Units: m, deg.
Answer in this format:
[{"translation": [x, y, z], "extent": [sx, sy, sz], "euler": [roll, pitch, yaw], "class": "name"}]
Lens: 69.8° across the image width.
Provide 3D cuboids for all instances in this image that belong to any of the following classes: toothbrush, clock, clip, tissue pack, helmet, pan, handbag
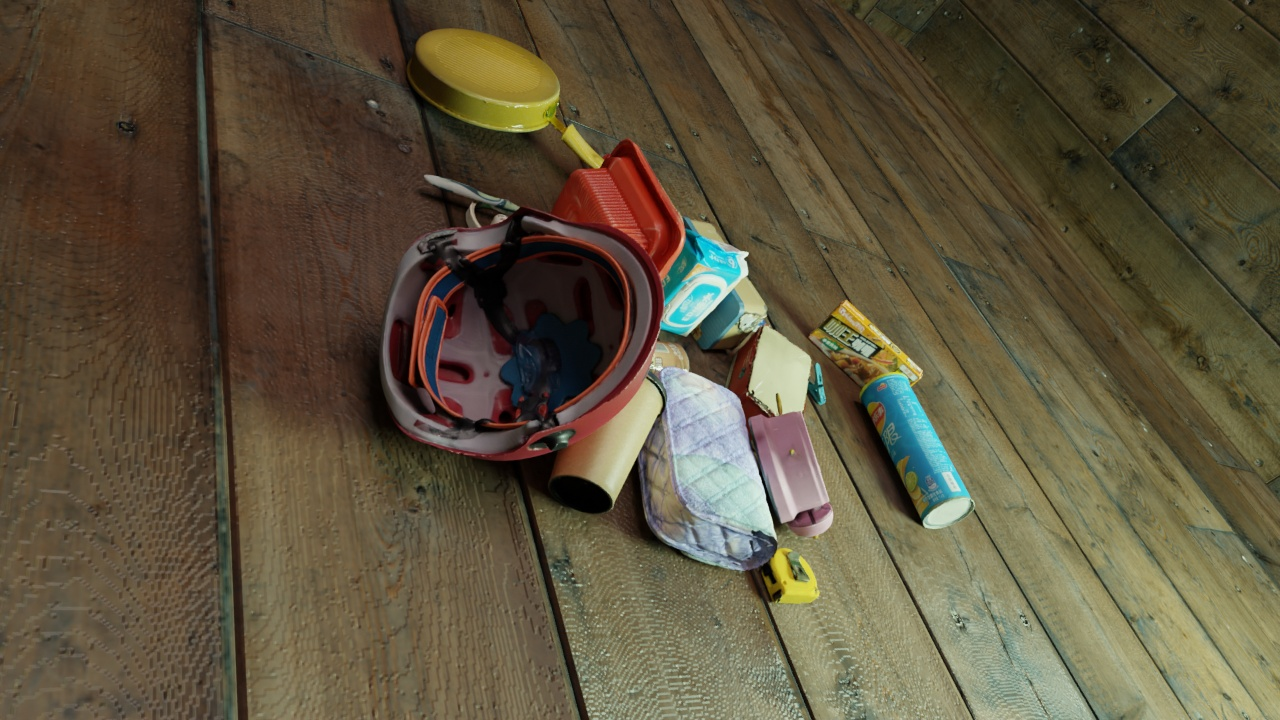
[{"translation": [-0.159, -0.183, 1.052], "extent": [0.191, 0.018, 0.016], "euler": [14, 42, -36], "class": "toothbrush"}, {"translation": [0.165, 0.123, 0.987], "extent": [0.117, 0.060, 0.159], "euler": [-97, 168, -53], "class": "clock"}, {"translation": [0.234, 0.034, 1.230], "extent": [0.013, 0.033, 0.054], "euler": [-3, 69, -46], "class": "clip"}, {"translation": [0.055, -0.090, 1.084], "extent": [0.089, 0.140, 0.063], "euler": [12, 42, -43], "class": "tissue pack"}, {"translation": [-0.090, -0.011, 0.784], "extent": [0.144, 0.240, 0.206], "euler": [66, 16, -68], "class": "helmet"}, {"translation": [-0.135, -0.319, 1.202], "extent": [0.357, 0.078, 0.197], "euler": [26, 39, 0], "class": "pan"}, {"translation": [0.061, 0.105, 0.920], "extent": [0.134, 0.076, 0.193], "euler": [22, 39, -27], "class": "handbag"}]

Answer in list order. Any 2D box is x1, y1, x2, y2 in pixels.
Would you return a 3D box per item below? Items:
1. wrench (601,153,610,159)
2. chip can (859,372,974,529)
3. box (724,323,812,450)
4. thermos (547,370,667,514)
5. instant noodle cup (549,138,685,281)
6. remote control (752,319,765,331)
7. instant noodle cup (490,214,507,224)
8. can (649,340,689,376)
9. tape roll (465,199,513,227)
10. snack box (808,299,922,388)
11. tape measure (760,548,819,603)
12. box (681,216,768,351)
[{"translation": [-0.057, -0.226, 1.220], "extent": [0.056, 0.016, 0.272], "euler": [1, 32, 7], "class": "wrench"}, {"translation": [0.365, 0.117, 1.223], "extent": [0.071, 0.071, 0.210], "euler": [15, 42, -34], "class": "chip can"}, {"translation": [0.159, 0.029, 1.107], "extent": [0.091, 0.076, 0.167], "euler": [35, 34, -8], "class": "box"}, {"translation": [-0.033, 0.065, 0.846], "extent": [0.093, 0.093, 0.143], "euler": [32, 52, -15], "class": "thermos"}, {"translation": [-0.044, -0.123, 0.981], "extent": [0.079, 0.189, 0.164], "euler": [0, 49, -36], "class": "instant noodle cup"}, {"translation": [0.132, -0.090, 1.266], "extent": [0.049, 0.024, 0.124], "euler": [14, 43, -36], "class": "remote control"}, {"translation": [-0.123, -0.077, 0.920], "extent": [0.116, 0.117, 0.124], "euler": [23, 25, -26], "class": "instant noodle cup"}, {"translation": [-0.006, 0.006, 0.980], "extent": [0.116, 0.059, 0.058], "euler": [4, 48, -43], "class": "can"}, {"translation": [-0.158, -0.152, 1.049], "extent": [0.085, 0.014, 0.085], "euler": [27, 35, -21], "class": "tape roll"}, {"translation": [0.324, -0.009, 1.321], "extent": [0.154, 0.075, 0.026], "euler": [44, 33, 4], "class": "snack box"}, {"translation": [0.151, 0.216, 0.924], "extent": [0.060, 0.029, 0.057], "euler": [14, 41, -37], "class": "tape measure"}, {"translation": [0.081, -0.103, 1.171], "extent": [0.059, 0.090, 0.184], "euler": [-1, 49, -45], "class": "box"}]
